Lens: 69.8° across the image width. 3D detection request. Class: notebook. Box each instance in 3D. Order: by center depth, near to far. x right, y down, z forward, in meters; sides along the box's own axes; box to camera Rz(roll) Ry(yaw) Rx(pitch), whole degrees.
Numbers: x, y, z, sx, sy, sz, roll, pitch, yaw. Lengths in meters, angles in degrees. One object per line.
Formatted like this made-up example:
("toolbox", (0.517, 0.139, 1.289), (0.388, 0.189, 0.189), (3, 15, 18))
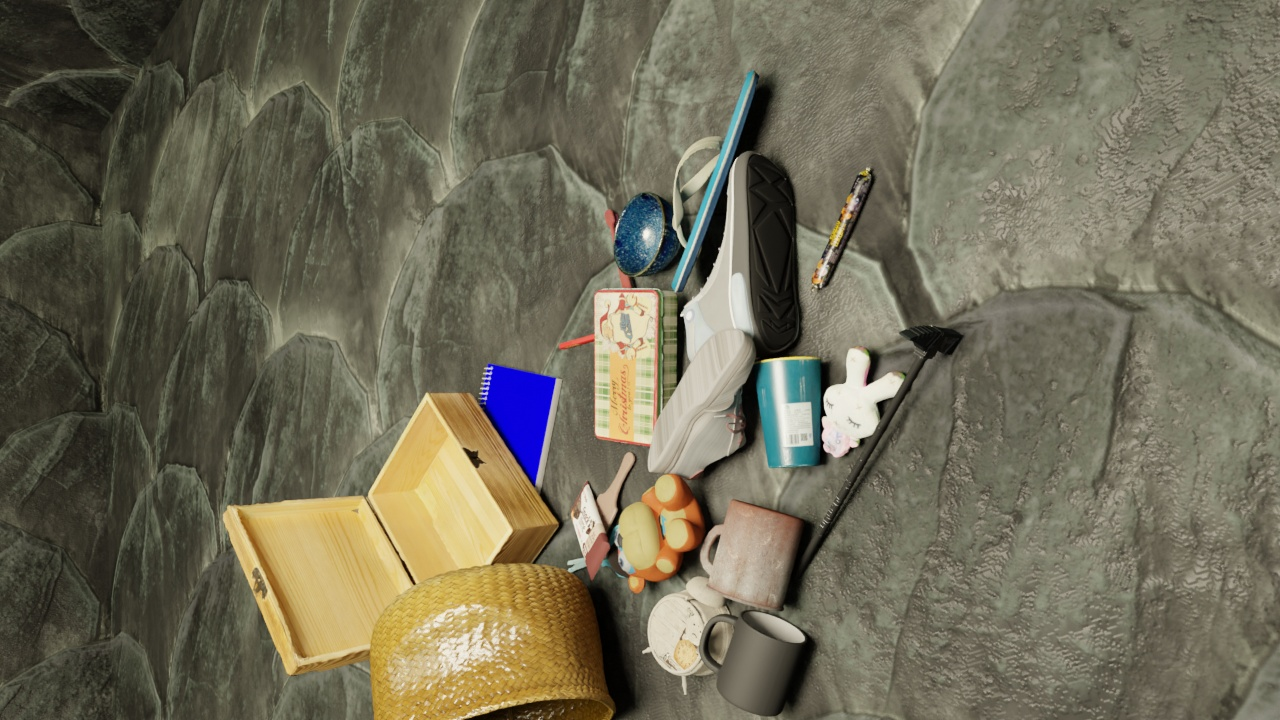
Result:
("notebook", (-0.202, 0.118, 1.414), (0.172, 0.022, 0.209), (10, 89, 42))

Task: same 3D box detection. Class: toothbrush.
("toothbrush", (-0.024, -0.134, 1.291), (0.016, 0.016, 0.189), (-33, 58, 34))
("toothbrush", (-0.040, -0.034, 1.296), (0.213, 0.012, 0.018), (-14, 73, 41))

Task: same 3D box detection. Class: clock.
("clock", (0.062, 0.310, 1.102), (0.103, 0.061, 0.157), (34, 107, 41))

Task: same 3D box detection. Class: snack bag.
("snack bag", (-0.070, 0.225, 1.234), (0.057, 0.013, 0.157), (-62, 24, 17))

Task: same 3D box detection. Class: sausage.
("sausage", (0.233, -0.150, 1.060), (0.020, 0.020, 0.155), (32, 104, 42))

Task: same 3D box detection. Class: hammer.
("hammer", (0.234, 0.106, 0.980), (0.015, 0.094, 0.325), (42, 117, 39))

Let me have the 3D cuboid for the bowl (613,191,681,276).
("bowl", (0.019, -0.164, 1.228), (0.115, 0.060, 0.114), (-14, 73, 53))

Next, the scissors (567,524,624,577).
("scissors", (-0.057, 0.261, 1.255), (0.142, 0.015, 0.076), (-14, 74, 35))

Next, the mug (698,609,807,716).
("mug", (0.119, 0.330, 1.027), (0.114, 0.078, 0.088), (21, 97, 29))

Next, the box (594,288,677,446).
("box", (-0.007, 0.007, 1.211), (0.118, 0.050, 0.205), (6, 97, 44))

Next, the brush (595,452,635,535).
("brush", (-0.037, 0.188, 1.251), (0.050, 0.015, 0.136), (33, 98, 55))

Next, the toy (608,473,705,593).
("toy", (0.019, 0.220, 1.139), (0.177, 0.096, 0.112), (116, 147, -49))

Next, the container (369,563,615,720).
("container", (-0.191, 0.389, 1.167), (0.308, 0.306, 0.196), (-37, 51, 32))

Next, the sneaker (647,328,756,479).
("sneaker", (0.093, 0.060, 1.089), (0.099, 0.089, 0.237), (-90, 24, -46))

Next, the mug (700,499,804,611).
("mug", (0.119, 0.215, 1.043), (0.123, 0.096, 0.110), (11, 78, 44))

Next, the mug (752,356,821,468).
("mug", (0.171, 0.061, 1.043), (0.078, 0.078, 0.121), (-10, 80, 41))

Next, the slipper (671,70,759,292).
("slipper", (0.079, -0.228, 1.156), (0.060, 0.118, 0.295), (19, 89, 5))

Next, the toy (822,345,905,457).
("toy", (0.236, 0.050, 1.007), (0.079, 0.038, 0.123), (36, 109, 34))

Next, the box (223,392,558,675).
("box", (-0.365, 0.243, 1.310), (0.279, 0.335, 0.287), (50, 121, 29))

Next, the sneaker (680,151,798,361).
("sneaker", (0.108, -0.119, 1.133), (0.161, 0.093, 0.256), (-19, 68, 48))
